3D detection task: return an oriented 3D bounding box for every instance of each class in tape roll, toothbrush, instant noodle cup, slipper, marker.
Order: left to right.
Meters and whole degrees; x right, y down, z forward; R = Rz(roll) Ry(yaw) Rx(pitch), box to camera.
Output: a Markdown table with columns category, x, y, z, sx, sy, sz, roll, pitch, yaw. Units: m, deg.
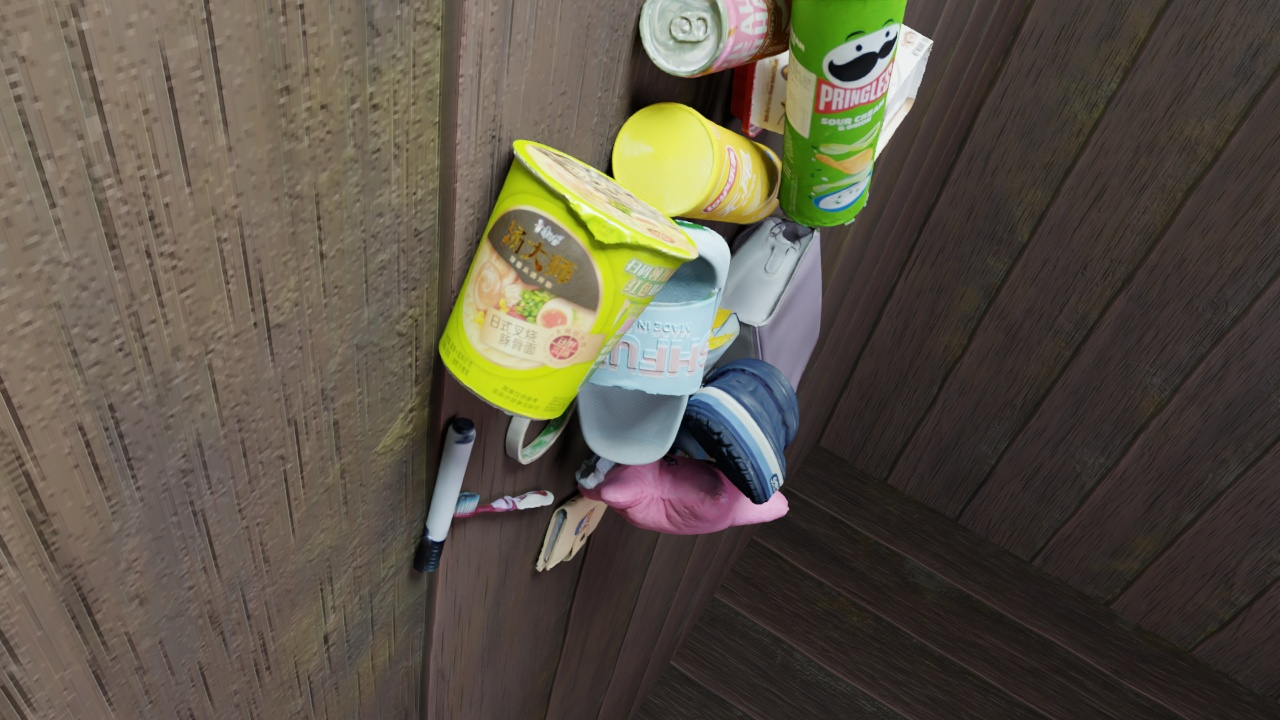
| category | x | y | z | sx | sy | sz | roll | pitch | yaw |
| --- | --- | --- | --- | --- | --- | --- | --- | --- | --- |
| marker | -0.131 | 0.092 | 0.610 | 0.022 | 0.018 | 0.131 | -49 | 162 | -56 |
| toothbrush | -0.105 | 0.110 | 0.730 | 0.187 | 0.016 | 0.017 | 18 | 91 | -74 |
| tape roll | -0.073 | 0.040 | 0.705 | 0.085 | 0.014 | 0.086 | -53 | 163 | -25 |
| instant noodle cup | -0.047 | -0.037 | 0.496 | 0.124 | 0.112 | 0.111 | -58 | 166 | 17 |
| slipper | -0.004 | 0.001 | 0.648 | 0.246 | 0.104 | 0.074 | 98 | 2 | -46 |
| slipper | 0.095 | 0.052 | 0.801 | 0.095 | 0.105 | 0.253 | -42 | 179 | 1 |
| instant noodle cup | 0.150 | -0.226 | 0.721 | 0.116 | 0.124 | 0.117 | -54 | 163 | -22 |

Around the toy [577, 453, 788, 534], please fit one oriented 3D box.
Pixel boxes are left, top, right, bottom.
| category | x | y | z | sx | sy | sz | roll | pitch | yaw |
| --- | --- | --- | --- | --- | --- | --- | --- | --- | --- |
| toy | 0.048 | 0.127 | 0.860 | 0.179 | 0.194 | 0.074 | 168 | -72 | -71 |

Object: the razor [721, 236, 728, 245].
| category | x | y | z | sx | sy | sz | roll | pitch | yaw |
| --- | --- | --- | --- | --- | --- | --- | --- | --- | --- |
| razor | 0.060 | -0.055 | 0.900 | 0.042 | 0.022 | 0.142 | 33 | 72 | -71 |

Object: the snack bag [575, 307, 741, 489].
| category | x | y | z | sx | sy | sz | roll | pitch | yaw |
| --- | --- | --- | --- | --- | --- | --- | --- | --- | --- |
| snack bag | 0.012 | 0.036 | 0.792 | 0.191 | 0.039 | 0.110 | -53 | 175 | 34 |

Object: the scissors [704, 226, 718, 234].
| category | x | y | z | sx | sy | sz | roll | pitch | yaw |
| --- | --- | --- | --- | --- | --- | --- | --- | --- | --- |
| scissors | 0.013 | -0.028 | 0.857 | 0.152 | 0.022 | 0.235 | -32 | 154 | -51 |

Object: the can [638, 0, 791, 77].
| category | x | y | z | sx | sy | sz | roll | pitch | yaw |
| --- | --- | --- | --- | --- | --- | --- | --- | --- | --- |
| can | 0.057 | -0.214 | 0.576 | 0.146 | 0.058 | 0.058 | -38 | 153 | -54 |

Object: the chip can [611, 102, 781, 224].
| category | x | y | z | sx | sy | sz | roll | pitch | yaw |
| --- | --- | --- | --- | --- | --- | --- | --- | --- | --- |
| chip can | 0.051 | -0.136 | 0.671 | 0.072 | 0.072 | 0.213 | -65 | 164 | 14 |

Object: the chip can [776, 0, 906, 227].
| category | x | y | z | sx | sy | sz | roll | pitch | yaw |
| --- | --- | --- | --- | --- | --- | --- | --- | --- | --- |
| chip can | 0.131 | -0.182 | 0.614 | 0.072 | 0.072 | 0.236 | -55 | 161 | -19 |

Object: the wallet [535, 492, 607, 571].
| category | x | y | z | sx | sy | sz | roll | pitch | yaw |
| --- | --- | --- | --- | --- | --- | --- | --- | --- | --- |
| wallet | -0.064 | 0.167 | 0.943 | 0.115 | 0.024 | 0.087 | -30 | 147 | -63 |

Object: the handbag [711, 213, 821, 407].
| category | x | y | z | sx | sy | sz | roll | pitch | yaw |
| --- | --- | --- | --- | --- | --- | --- | --- | --- | --- |
| handbag | 0.139 | -0.045 | 1.010 | 0.144 | 0.098 | 0.197 | -52 | 151 | -21 |

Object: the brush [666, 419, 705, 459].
| category | x | y | z | sx | sy | sz | roll | pitch | yaw |
| --- | --- | --- | --- | --- | --- | --- | --- | --- | --- |
| brush | 0.033 | 0.096 | 0.962 | 0.055 | 0.073 | 0.144 | -51 | 168 | -23 |
